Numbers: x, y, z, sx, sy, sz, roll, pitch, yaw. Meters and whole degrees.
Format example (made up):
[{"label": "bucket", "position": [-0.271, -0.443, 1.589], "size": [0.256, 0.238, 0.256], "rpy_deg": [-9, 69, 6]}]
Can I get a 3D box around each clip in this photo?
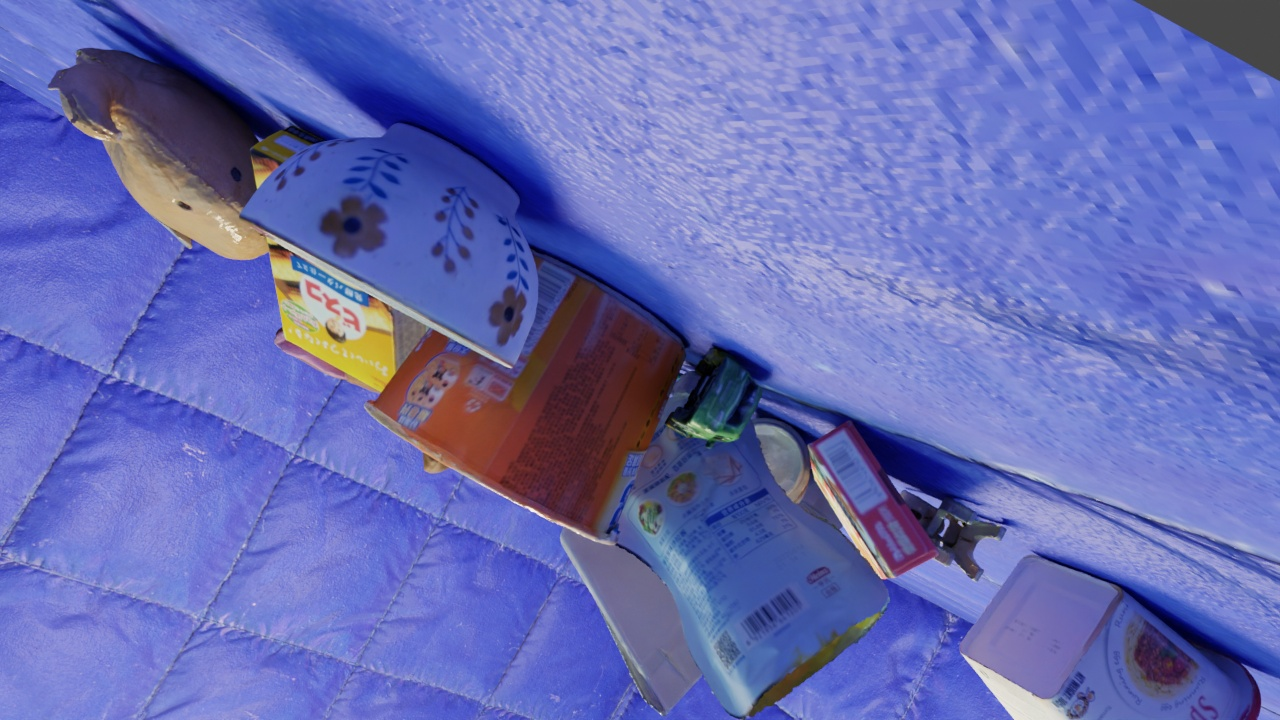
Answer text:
[{"label": "clip", "position": [0.180, 0.101, 0.533], "size": [0.072, 0.034, 0.100], "rpy_deg": [28, 179, 2]}]

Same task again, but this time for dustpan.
[{"label": "dustpan", "position": [0.051, 0.162, 0.805], "size": [0.258, 0.222, 0.142], "rpy_deg": [38, 171, 45]}]

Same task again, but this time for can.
[{"label": "can", "position": [0.086, 0.075, 0.624], "size": [0.058, 0.058, 0.116], "rpy_deg": [27, 174, 14]}]

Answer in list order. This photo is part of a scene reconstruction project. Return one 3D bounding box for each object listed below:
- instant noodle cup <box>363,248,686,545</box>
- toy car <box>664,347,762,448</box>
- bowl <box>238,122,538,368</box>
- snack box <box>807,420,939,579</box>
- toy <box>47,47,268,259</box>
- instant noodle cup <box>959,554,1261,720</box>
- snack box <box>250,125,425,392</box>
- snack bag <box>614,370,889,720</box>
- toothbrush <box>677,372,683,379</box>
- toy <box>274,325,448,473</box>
[{"label": "instant noodle cup", "position": [-0.052, 0.014, 0.490], "size": [0.151, 0.111, 0.151], "rpy_deg": [29, 174, 3]}, {"label": "toy car", "position": [0.038, 0.022, 0.473], "size": [0.036, 0.043, 0.091], "rpy_deg": [29, 174, -2]}, {"label": "bowl", "position": [-0.084, -0.049, 0.351], "size": [0.113, 0.062, 0.113], "rpy_deg": [29, 175, 2]}, {"label": "snack box", "position": [0.123, 0.081, 0.501], "size": [0.075, 0.025, 0.153], "rpy_deg": [60, -177, 17]}, {"label": "toy", "position": [-0.259, -0.114, 0.523], "size": [0.143, 0.082, 0.226], "rpy_deg": [38, 170, -20]}, {"label": "instant noodle cup", "position": [0.264, 0.186, 0.534], "size": [0.124, 0.116, 0.117], "rpy_deg": [44, 170, -18]}, {"label": "snack box", "position": [-0.161, -0.049, 0.504], "size": [0.087, 0.033, 0.141], "rpy_deg": [27, 139, 14]}, {"label": "snack bag", "position": [0.040, 0.093, 0.518], "size": [0.191, 0.110, 0.039], "rpy_deg": [52, -173, 34]}, {"label": "toothbrush", "position": [-0.004, 0.004, 0.635], "size": [0.016, 0.018, 0.192], "rpy_deg": [33, 172, -40]}, {"label": "toy", "position": [-0.125, -0.002, 0.613], "size": [0.199, 0.139, 0.131], "rpy_deg": [34, 137, 3]}]
